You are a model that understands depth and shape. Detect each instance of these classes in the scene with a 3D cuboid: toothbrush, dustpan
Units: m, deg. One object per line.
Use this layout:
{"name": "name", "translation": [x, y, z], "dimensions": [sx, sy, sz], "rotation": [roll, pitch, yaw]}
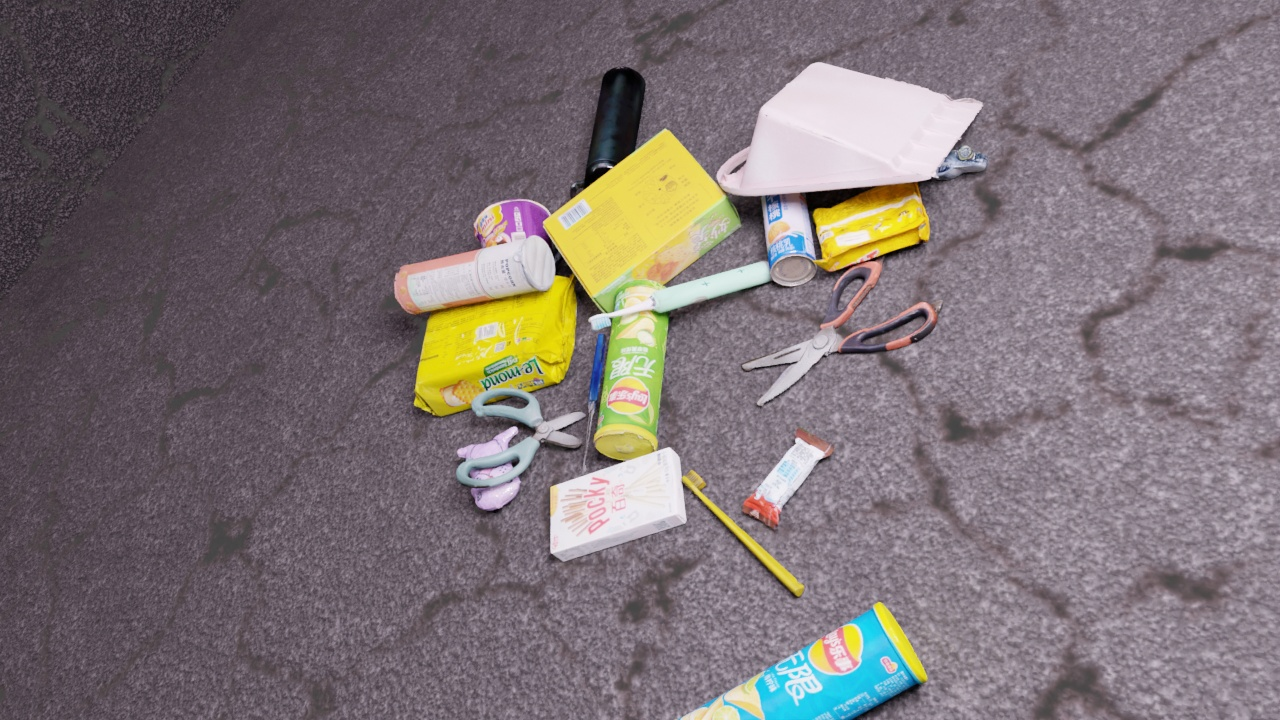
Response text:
{"name": "toothbrush", "translation": [0.100, 0.169, 0.920], "dimensions": [0.016, 0.016, 0.190], "rotation": [-41, 45, -7]}
{"name": "dustpan", "translation": [0.233, -0.243, 1.080], "dimensions": [0.273, 0.139, 0.221], "rotation": [27, 45, 21]}
{"name": "toothbrush", "translation": [0.047, -0.075, 1.064], "dimensions": [0.224, 0.026, 0.027], "rotation": [-16, 70, -9]}

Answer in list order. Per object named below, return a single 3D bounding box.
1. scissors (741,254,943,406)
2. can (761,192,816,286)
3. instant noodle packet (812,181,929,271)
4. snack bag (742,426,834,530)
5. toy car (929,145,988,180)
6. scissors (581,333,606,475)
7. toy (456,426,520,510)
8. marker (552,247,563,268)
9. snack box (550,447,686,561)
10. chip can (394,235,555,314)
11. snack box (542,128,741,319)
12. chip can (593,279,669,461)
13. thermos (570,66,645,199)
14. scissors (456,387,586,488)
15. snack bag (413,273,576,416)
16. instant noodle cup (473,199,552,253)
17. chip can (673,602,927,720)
{"name": "scissors", "translation": [0.215, -0.030, 0.990], "dimensions": [0.189, 0.015, 0.226], "rotation": [17, 70, 40]}
{"name": "can", "translation": [0.173, -0.155, 1.081], "dimensions": [0.053, 0.053, 0.134], "rotation": [-18, 50, 22]}
{"name": "instant noodle packet", "translation": [0.254, -0.150, 1.025], "dimensions": [0.129, 0.044, 0.110], "rotation": [-17, 36, 19]}
{"name": "snack bag", "translation": [0.147, 0.117, 0.918], "dimensions": [0.048, 0.026, 0.104], "rotation": [30, 77, 37]}
{"name": "toy car", "translation": [0.341, -0.221, 1.026], "dimensions": [0.091, 0.042, 0.034], "rotation": [8, 90, 41]}
{"name": "scissors", "translation": [-0.055, 0.048, 1.059], "dimensions": [0.012, 0.173, 0.162], "rotation": [7, 14, -3]}
{"name": "toy", "translation": [-0.178, 0.135, 1.115], "dimensions": [0.084, 0.039, 0.108], "rotation": [-26, 46, 4]}
{"name": "marker", "translation": [-0.108, -0.152, 1.262], "dimensions": [0.015, 0.018, 0.123], "rotation": [-36, 17, 36]}
{"name": "snack box", "translation": [-0.027, 0.158, 1.006], "dimensions": [0.157, 0.027, 0.084], "rotation": [-21, 49, 19]}
{"name": "chip can", "translation": [-0.221, -0.109, 1.205], "dimensions": [0.215, 0.071, 0.071], "rotation": [-8, 54, 27]}
{"name": "snack box", "translation": [0.000, -0.175, 1.181], "dimensions": [0.210, 0.070, 0.157], "rotation": [-37, 57, 4]}
{"name": "chip can", "translation": [-0.006, 0.006, 1.071], "dimensions": [0.073, 0.072, 0.220], "rotation": [-12, 52, 27]}
{"name": "thermos", "translation": [-0.050, -0.319, 1.338], "dimensions": [0.090, 0.068, 0.242], "rotation": [-7, 55, 24]}
{"name": "scissors", "translation": [-0.158, 0.098, 1.106], "dimensions": [0.170, 0.019, 0.180], "rotation": [18, 51, 27]}
{"name": "snack bag", "translation": [-0.196, -0.024, 1.224], "dimensions": [0.247, 0.068, 0.157], "rotation": [-15, 51, 23]}
{"name": "instant noodle cup", "translation": [-0.170, -0.152, 1.279], "dimensions": [0.112, 0.111, 0.099], "rotation": [-25, 57, 16]}
{"name": "chip can", "translation": [0.131, 0.287, 0.775], "dimensions": [0.210, 0.071, 0.071], "rotation": [-33, 46, 10]}
